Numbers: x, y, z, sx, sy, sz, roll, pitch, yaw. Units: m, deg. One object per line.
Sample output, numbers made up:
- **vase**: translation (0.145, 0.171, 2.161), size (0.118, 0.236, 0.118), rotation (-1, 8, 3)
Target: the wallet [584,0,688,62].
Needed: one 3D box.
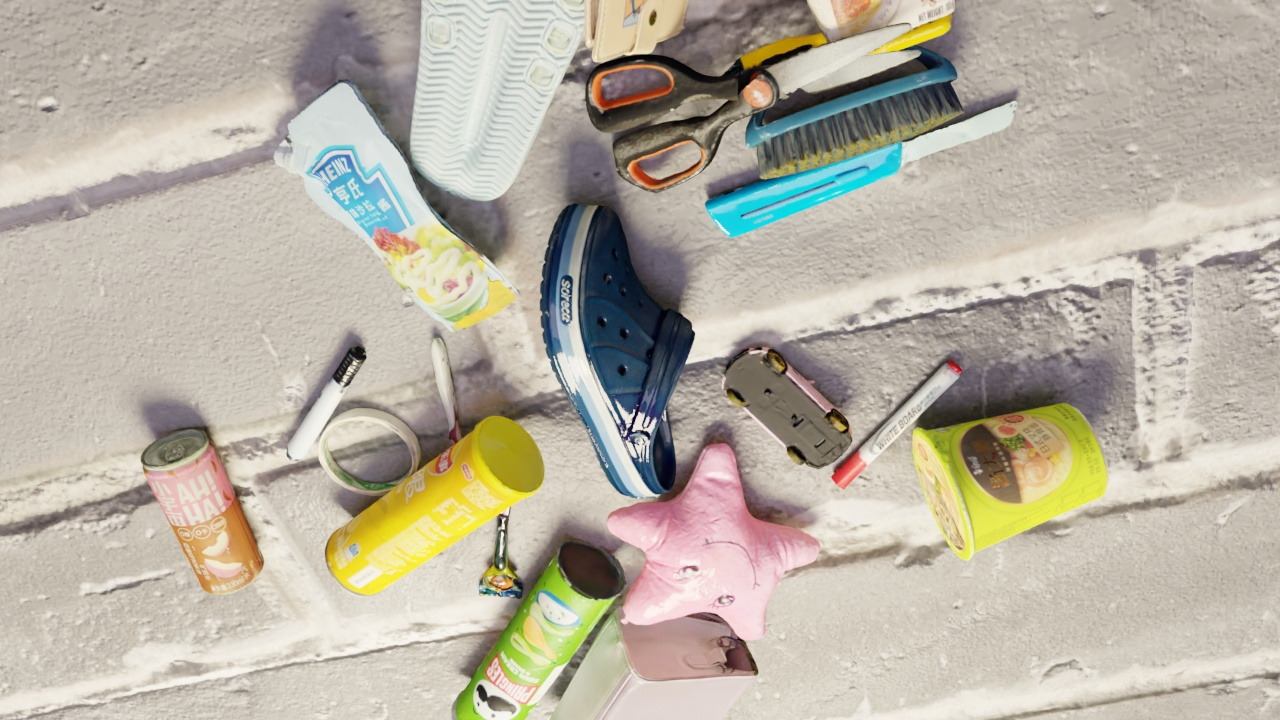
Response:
- **wallet**: translation (0.000, -0.229, 0.554), size (0.024, 0.114, 0.087), rotation (17, 123, 22)

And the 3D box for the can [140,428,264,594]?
- **can**: translation (-0.382, 0.135, 0.806), size (0.058, 0.057, 0.147), rotation (-6, 120, 4)

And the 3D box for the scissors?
- **scissors**: translation (0.056, -0.179, 0.579), size (0.152, 0.021, 0.235), rotation (44, 136, -10)

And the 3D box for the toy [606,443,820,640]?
- **toy**: translation (0.059, 0.182, 0.811), size (0.178, 0.074, 0.194), rotation (-39, 111, 6)

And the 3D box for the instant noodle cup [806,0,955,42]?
- **instant noodle cup**: translation (0.129, -0.261, 0.537), size (0.116, 0.116, 0.124), rotation (-17, 131, 11)

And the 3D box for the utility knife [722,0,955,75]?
- **utility knife**: translation (0.127, -0.203, 0.591), size (0.156, 0.015, 0.033), rotation (-16, 76, 11)

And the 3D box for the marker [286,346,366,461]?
- **marker**: translation (-0.264, 0.038, 0.769), size (0.018, 0.022, 0.131), rotation (37, 118, -7)

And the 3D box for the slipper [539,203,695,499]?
- **slipper**: translation (-0.004, 0.004, 0.692), size (0.095, 0.104, 0.253), rotation (-7, 123, 13)

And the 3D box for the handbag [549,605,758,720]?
- **handbag**: translation (0.003, 0.335, 0.893), size (0.144, 0.098, 0.197), rotation (14, 120, -26)

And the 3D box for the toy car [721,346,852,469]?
- **toy car**: translation (0.121, 0.037, 0.751), size (0.122, 0.037, 0.056), rotation (43, 110, -8)

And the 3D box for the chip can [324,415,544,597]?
- **chip can**: translation (-0.177, 0.128, 0.774), size (0.214, 0.071, 0.072), rotation (-36, 114, 28)

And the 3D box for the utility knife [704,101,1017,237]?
- **utility knife**: translation (0.157, -0.138, 0.656), size (0.225, 0.018, 0.034), rotation (-19, 118, 11)

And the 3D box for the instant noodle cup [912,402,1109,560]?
- **instant noodle cup**: translation (0.300, 0.089, 0.742), size (0.123, 0.111, 0.112), rotation (-19, 119, 2)

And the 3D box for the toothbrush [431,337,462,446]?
- **toothbrush**: translation (-0.162, 0.062, 0.784), size (0.017, 0.016, 0.188), rotation (3, 122, 11)

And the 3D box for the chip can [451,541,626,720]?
- **chip can**: translation (-0.100, 0.273, 0.875), size (0.072, 0.072, 0.237), rotation (26, 117, -14)

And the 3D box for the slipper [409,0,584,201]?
- **slipper**: translation (-0.091, -0.210, 0.591), size (0.104, 0.074, 0.246), rotation (17, 135, -9)

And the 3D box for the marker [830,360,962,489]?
- **marker**: translation (0.213, 0.055, 0.769), size (0.017, 0.017, 0.145), rotation (31, 117, -16)

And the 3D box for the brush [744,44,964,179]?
- **brush**: translation (0.138, -0.174, 0.617), size (0.144, 0.055, 0.073), rotation (-17, 95, 11)

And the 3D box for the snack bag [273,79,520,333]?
- **snack bag**: translation (-0.176, -0.102, 0.662), size (0.111, 0.038, 0.191), rotation (-10, 129, 47)

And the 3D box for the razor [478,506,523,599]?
- **razor**: translation (-0.127, 0.169, 0.842), size (0.042, 0.022, 0.143), rotation (5, 120, -4)

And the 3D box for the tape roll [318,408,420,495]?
- **tape roll**: translation (-0.235, 0.080, 0.796), size (0.086, 0.013, 0.086), rotation (0, 121, 1)
